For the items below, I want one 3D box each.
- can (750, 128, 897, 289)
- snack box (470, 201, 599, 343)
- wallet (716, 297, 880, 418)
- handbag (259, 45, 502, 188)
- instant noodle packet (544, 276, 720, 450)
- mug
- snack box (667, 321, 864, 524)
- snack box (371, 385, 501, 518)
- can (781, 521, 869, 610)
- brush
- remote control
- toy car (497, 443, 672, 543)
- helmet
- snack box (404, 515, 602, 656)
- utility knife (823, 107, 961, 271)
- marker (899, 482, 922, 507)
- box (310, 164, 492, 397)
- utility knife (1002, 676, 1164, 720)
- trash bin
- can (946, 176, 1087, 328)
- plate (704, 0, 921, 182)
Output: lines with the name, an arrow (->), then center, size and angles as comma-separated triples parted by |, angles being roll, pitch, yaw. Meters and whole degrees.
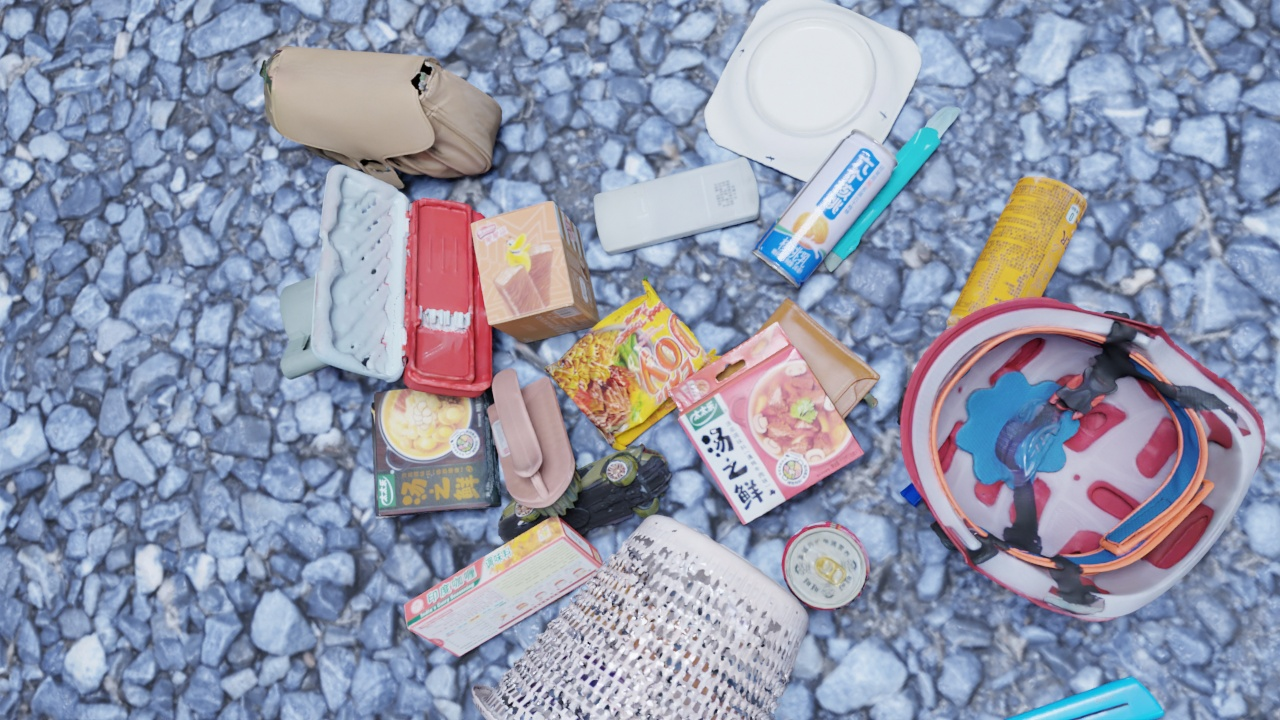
can -> 0.157, -0.129, 0.784 | 0.053, 0.053, 0.135 | 41, 97, 15
snack box -> -0.092, -0.075, 0.814 | 0.077, 0.092, 0.094 | -14, 79, 9
wallet -> 0.128, 0.033, 0.786 | 0.119, 0.035, 0.131 | 42, 94, 18
handbag -> -0.236, -0.221, 0.839 | 0.205, 0.147, 0.099 | 9, 81, 17
instant noodle packet -> -0.005, 0.005, 0.810 | 0.128, 0.044, 0.111 | -41, 80, 3
mug -> -0.264, -0.036, 0.836 | 0.103, 0.084, 0.123 | -19, 33, 6
snack box -> 0.099, 0.050, 0.747 | 0.113, 0.044, 0.127 | -34, 85, 10
snack box -> -0.194, 0.083, 0.837 | 0.126, 0.053, 0.113 | -7, 80, 5
can -> 0.147, 0.161, 0.727 | 0.066, 0.094, 0.066 | -2, 81, 11
brush -> -0.091, 0.068, 0.760 | 0.063, 0.073, 0.145 | -27, 36, 2
remote control -> 0.033, -0.140, 0.835 | 0.150, 0.021, 0.058 | -12, 79, 10
toy car -> -0.049, 0.120, 0.788 | 0.158, 0.070, 0.042 | -23, 48, 6
helmet -> 0.295, 0.060, 0.679 | 0.240, 0.144, 0.207 | 35, 94, 2
snack box -> -0.115, 0.195, 0.784 | 0.156, 0.077, 0.027 | -31, 47, 5
utility knife -> 0.217, -0.152, 0.801 | 0.029, 0.013, 0.178 | 42, 95, 22
marker -> 0.272, 0.064, 0.756 | 0.146, 0.017, 0.017 | -45, 76, 2
box -> -0.202, -0.068, 0.793 | 0.050, 0.160, 0.200 | -41, 45, 44
utility knife -> 0.297, 0.293, 0.715 | 0.208, 0.018, 0.034 | -22, 78, 9
trash bin -> 0.018, 0.234, 0.695 | 0.227, 0.228, 0.192 | 31, 76, 14
can -> 0.305, -0.075, 0.749 | 0.058, 0.058, 0.146 | 27, 88, 14
plate -> 0.153, -0.248, 0.821 | 0.164, 0.034, 0.164 | 26, 87, 14
